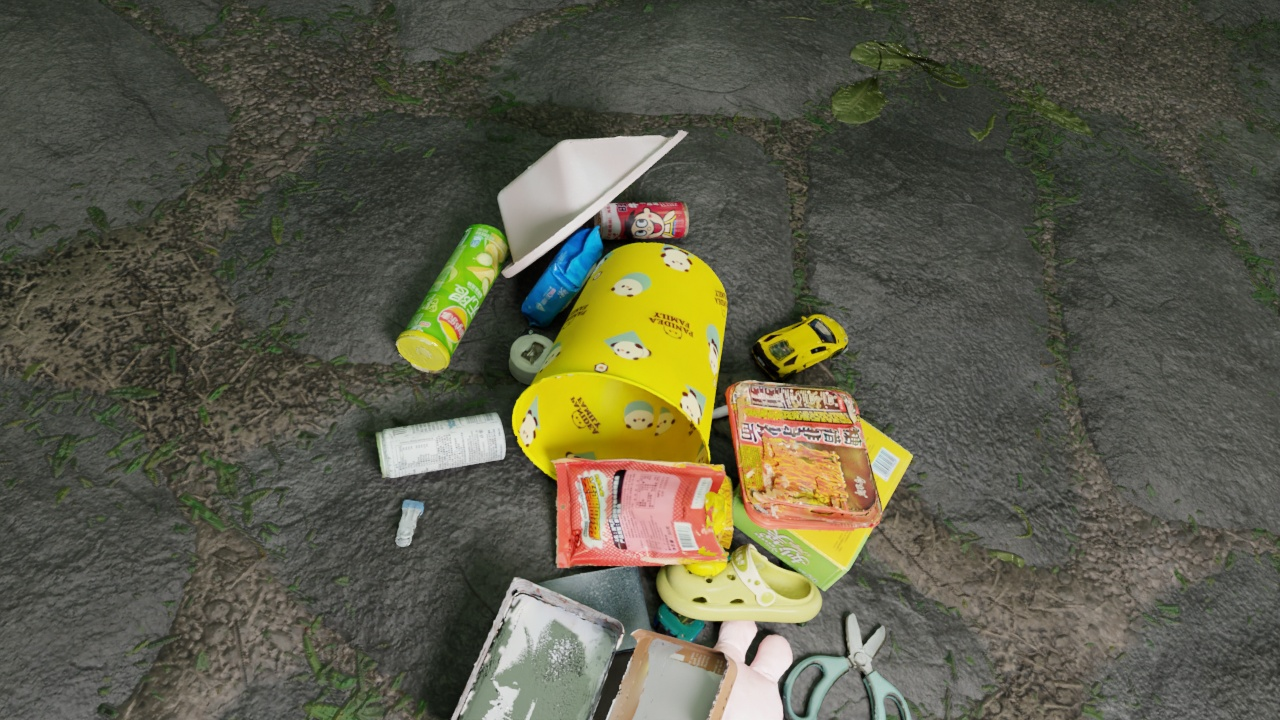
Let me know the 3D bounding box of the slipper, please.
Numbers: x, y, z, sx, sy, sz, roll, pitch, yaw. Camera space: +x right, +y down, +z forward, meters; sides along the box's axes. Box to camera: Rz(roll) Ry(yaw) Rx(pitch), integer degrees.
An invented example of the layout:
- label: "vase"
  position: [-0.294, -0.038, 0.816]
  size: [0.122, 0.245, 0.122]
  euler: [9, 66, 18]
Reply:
- label: "slipper"
  position: [0.114, 0.242, 1.036]
  size: [0.190, 0.082, 0.091]
  euler: [8, 19, -4]

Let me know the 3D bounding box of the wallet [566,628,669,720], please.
- label: "wallet"
  position: [-0.018, 0.342, 0.994]
  size: [0.096, 0.020, 0.122]
  euler: [36, 57, 19]

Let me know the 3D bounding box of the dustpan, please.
- label: "dustpan"
  position: [-0.074, -0.196, 1.230]
  size: [0.272, 0.223, 0.138]
  euler: [-11, 79, -41]

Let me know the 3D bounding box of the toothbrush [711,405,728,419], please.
- label: "toothbrush"
  position: [0.115, 0.068, 1.210]
  size: [0.188, 0.021, 0.029]
  euler: [-19, 29, -24]

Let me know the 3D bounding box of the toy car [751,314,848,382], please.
- label: "toy car"
  position: [0.226, -0.023, 1.282]
  size: [0.155, 0.041, 0.071]
  euler: [-21, 63, -25]

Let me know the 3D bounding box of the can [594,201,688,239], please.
- label: "can"
  position: [0.001, -0.206, 1.355]
  size: [0.132, 0.053, 0.053]
  euler: [-4, 57, -14]

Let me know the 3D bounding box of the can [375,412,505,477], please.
- label: "can"
  position: [-0.237, 0.101, 1.092]
  size: [0.146, 0.058, 0.058]
  euler: [-8, 58, -16]

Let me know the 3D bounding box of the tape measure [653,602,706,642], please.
- label: "tape measure"
  position: [0.042, 0.292, 1.023]
  size: [0.054, 0.025, 0.058]
  euler: [34, 25, 16]

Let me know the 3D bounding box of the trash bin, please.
- label: "trash bin"
  position: [-0.007, 0.006, 1.113]
  size: [0.229, 0.230, 0.254]
  euler: [17, 48, 1]

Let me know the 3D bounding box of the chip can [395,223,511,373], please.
- label: "chip can"
  position: [-0.242, -0.088, 1.213]
  size: [0.072, 0.073, 0.220]
  euler: [20, 55, 3]

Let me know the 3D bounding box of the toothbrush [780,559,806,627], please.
- label: "toothbrush"
  position: [0.170, 0.231, 1.111]
  size: [0.017, 0.012, 0.185]
  euler: [7, 53, -27]

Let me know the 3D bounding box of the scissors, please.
- label: "scissors"
  position: [0.224, 0.366, 1.026]
  size: [0.179, 0.019, 0.172]
  euler: [1, 57, -10]

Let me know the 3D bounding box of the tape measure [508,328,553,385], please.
- label: "tape measure"
  position: [-0.139, -0.002, 1.198]
  size: [0.066, 0.034, 0.065]
  euler: [27, 54, 10]

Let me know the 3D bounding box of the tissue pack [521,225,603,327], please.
- label: "tissue pack"
  position: [-0.100, -0.109, 1.209]
  size: [0.052, 0.158, 0.094]
  euler: [35, 54, -8]

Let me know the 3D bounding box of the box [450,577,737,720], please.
- label: "box"
  position: [-0.051, 0.340, 0.902]
  size: [0.274, 0.124, 0.178]
  euler: [13, 64, 24]

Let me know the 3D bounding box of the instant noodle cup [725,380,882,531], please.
- label: "instant noodle cup"
  position: [0.178, 0.118, 1.046]
  size: [0.164, 0.079, 0.188]
  euler: [5, 53, -13]

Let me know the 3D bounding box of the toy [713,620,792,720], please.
- label: "toy"
  position: [0.106, 0.351, 0.991]
  size: [0.121, 0.054, 0.159]
  euler: [33, 47, 8]

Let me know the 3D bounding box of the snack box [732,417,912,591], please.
- label: "snack box"
  position: [0.218, 0.152, 1.130]
  size: [0.158, 0.070, 0.209]
  euler: [36, 53, 9]

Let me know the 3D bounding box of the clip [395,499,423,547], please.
- label: "clip"
  position: [-0.267, 0.185, 1.053]
  size: [0.025, 0.030, 0.056]
  euler: [13, 48, -5]

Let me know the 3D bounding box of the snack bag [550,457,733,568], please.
- label: "snack bag"
  position: [-0.003, 0.170, 1.027]
  size: [0.208, 0.073, 0.128]
  euler: [-4, 90, 22]

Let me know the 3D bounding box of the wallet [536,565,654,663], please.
- label: "wallet"
  position: [-0.052, 0.282, 1.017]
  size: [0.121, 0.019, 0.097]
  euler: [-9, 52, -7]
